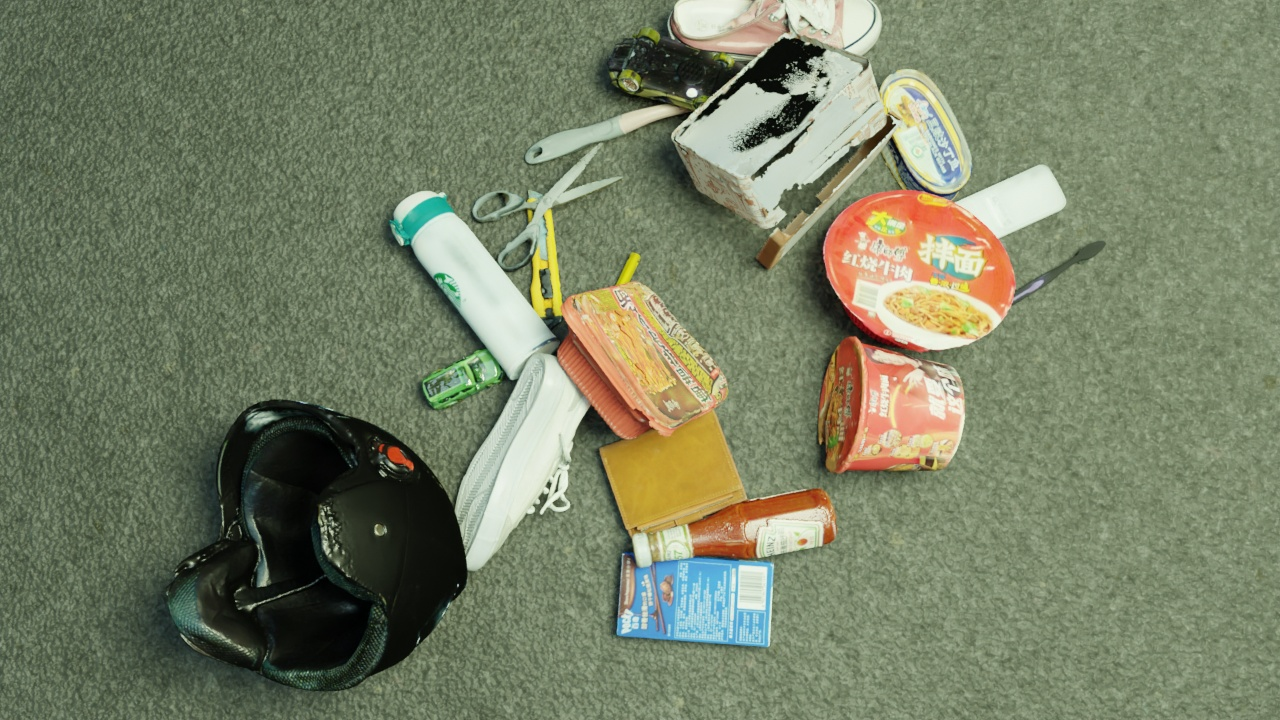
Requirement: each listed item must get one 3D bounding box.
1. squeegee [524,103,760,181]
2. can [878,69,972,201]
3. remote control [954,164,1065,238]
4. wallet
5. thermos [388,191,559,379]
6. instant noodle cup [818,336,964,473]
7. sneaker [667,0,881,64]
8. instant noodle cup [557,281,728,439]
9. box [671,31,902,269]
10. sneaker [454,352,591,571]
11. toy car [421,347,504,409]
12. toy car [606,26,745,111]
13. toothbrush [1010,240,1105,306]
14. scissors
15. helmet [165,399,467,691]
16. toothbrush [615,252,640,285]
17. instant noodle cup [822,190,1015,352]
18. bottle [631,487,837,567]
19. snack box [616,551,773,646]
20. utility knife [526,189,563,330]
[{"bbox_3d":[-0.010,-0.261,1.017,0.249,0.040,0.247,-16,82,1],"label":"squeegee"},{"bbox_3d":[0.302,-0.240,0.993,0.074,0.049,0.148,-23,81,-1],"label":"can"},{"bbox_3d":[0.389,-0.162,0.993,0.136,0.020,0.056,-25,83,-1],"label":"remote control"},{"bbox_3d":[0.036,0.126,0.963,0.130,0.035,0.119,-20,82,1],"label":"wallet"},{"bbox_3d":[-0.182,-0.084,0.985,0.073,0.073,0.224,-39,81,-3],"label":"thermos"},{"bbox_3d":[0.251,0.049,0.918,0.108,0.138,0.138,7,82,-5],"label":"instant noodle cup"},{"bbox_3d":[0.152,-0.370,0.991,0.241,0.088,0.118,-2,83,-7],"label":"sneaker"},{"bbox_3d":[-0.006,0.005,0.927,0.079,0.188,0.164,-42,80,26],"label":"instant noodle cup"},{"bbox_3d":[0.167,-0.200,0.946,0.182,0.181,0.153,-42,48,-5],"label":"box"},{"bbox_3d":[-0.116,0.113,0.955,0.090,0.089,0.242,22,99,-31],"label":"sneaker"},{"bbox_3d":[-0.192,0.019,0.990,0.091,0.036,0.043,-26,80,-5],"label":"toy car"},{"bbox_3d":[0.041,-0.304,0.983,0.158,0.042,0.070,20,73,9],"label":"toy car"},{"bbox_3d":[0.417,-0.076,0.986,0.189,0.017,0.014,-32,70,1],"label":"toothbrush"},{"bbox_3d":[-0.107,-0.169,1.002,0.175,0.014,0.159,12,87,18],"label":"scissors"},{"bbox_3d":[-0.292,0.171,0.879,0.234,0.229,0.274,-27,74,23],"label":"helmet"},{"bbox_3d":[-0.049,-0.033,0.999,0.016,0.015,0.190,26,84,12],"label":"toothbrush"},{"bbox_3d":[0.277,-0.081,0.944,0.194,0.066,0.193,2,60,-4],"label":"instant noodle cup"},{"bbox_3d":[0.094,0.175,0.934,0.206,0.060,0.059,-10,82,-4],"label":"bottle"},{"bbox_3d":[0.057,0.246,0.950,0.157,0.026,0.084,3,82,3],"label":"snack box"},{"bbox_3d":[-0.109,-0.112,1.012,0.033,0.015,0.164,-7,82,-1],"label":"utility knife"}]
